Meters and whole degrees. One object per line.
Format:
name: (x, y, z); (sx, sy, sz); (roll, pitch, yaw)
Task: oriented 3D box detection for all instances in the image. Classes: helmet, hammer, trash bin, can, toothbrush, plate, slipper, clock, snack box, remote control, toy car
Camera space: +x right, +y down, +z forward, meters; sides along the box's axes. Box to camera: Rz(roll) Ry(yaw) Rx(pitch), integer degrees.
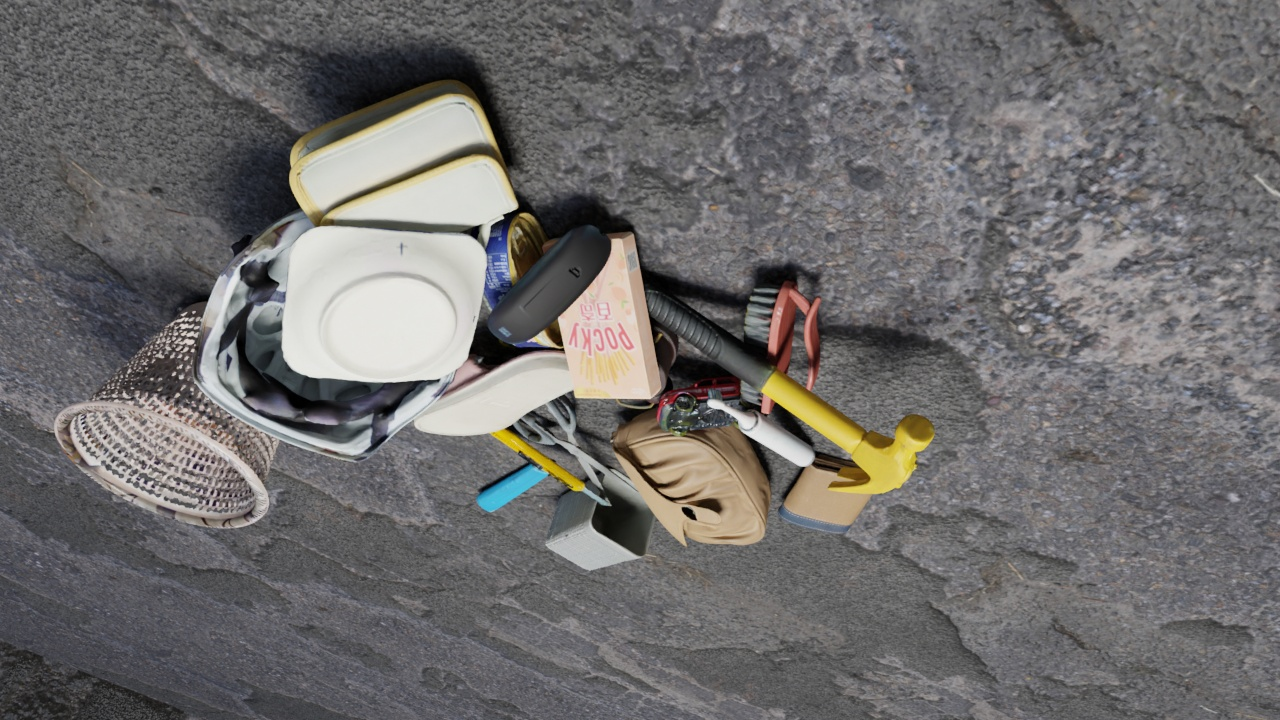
helmet: (-0.288, -0.046, 0.883); (0.229, 0.146, 0.259); (28, 105, -26)
hammer: (0.115, 0.017, 0.832); (0.301, 0.032, 0.129); (36, 145, 16)
trash bin: (-0.489, 0.049, 1.030); (0.227, 0.191, 0.228); (8, 140, 7)
can: (-0.111, -0.073, 0.866); (0.049, 0.074, 0.148); (-1, 137, 23)
toothbrush: (0.123, 0.070, 0.934); (0.027, 0.026, 0.221); (-21, 150, 27)
plate: (-0.214, -0.036, 0.775); (0.164, 0.034, 0.164); (0, 131, -24)
slipper: (-0.159, 0.029, 0.995); (0.114, 0.054, 0.275); (12, 155, -37)
clock: (-0.006, 0.005, 0.936); (0.082, 0.055, 0.122); (8, 137, 7)
snack box: (-0.035, -0.040, 0.861); (0.085, 0.026, 0.157); (-1, 111, 27)
remote control: (-0.079, -0.063, 0.810); (0.136, 0.024, 0.053); (-44, 124, 13)
toy car: (0.074, 0.044, 0.941); (0.120, 0.045, 0.053); (-6, 142, -14)

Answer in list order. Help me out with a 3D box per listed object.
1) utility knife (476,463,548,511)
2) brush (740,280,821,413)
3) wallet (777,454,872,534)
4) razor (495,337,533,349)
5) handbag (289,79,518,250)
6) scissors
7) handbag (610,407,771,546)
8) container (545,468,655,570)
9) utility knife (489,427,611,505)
utility knife: (-0.162, 0.162, 1.197); (0.034, 0.018, 0.162); (33, 135, -25)
brush: (0.135, -0.016, 0.863); (0.069, 0.063, 0.146); (17, 140, 18)
wallet: (0.218, 0.156, 1.062); (0.090, 0.033, 0.115); (13, 139, -2)
razor: (-0.136, -0.060, 0.927); (0.043, 0.028, 0.133); (10, 138, 11)
handbag: (-0.183, -0.123, 0.764); (0.163, 0.063, 0.179); (-23, 122, -3)
scissors: (-0.078, 0.099, 1.068); (0.179, 0.014, 0.160); (18, 135, 18)
handbag: (0.061, 0.137, 1.035); (0.148, 0.099, 0.204); (-6, 134, 30)
container: (-0.053, 0.207, 1.163); (0.090, 0.090, 0.115); (36, 139, -22)
utility knife: (-0.116, 0.123, 1.095); (0.192, 0.015, 0.033); (33, 158, 7)
